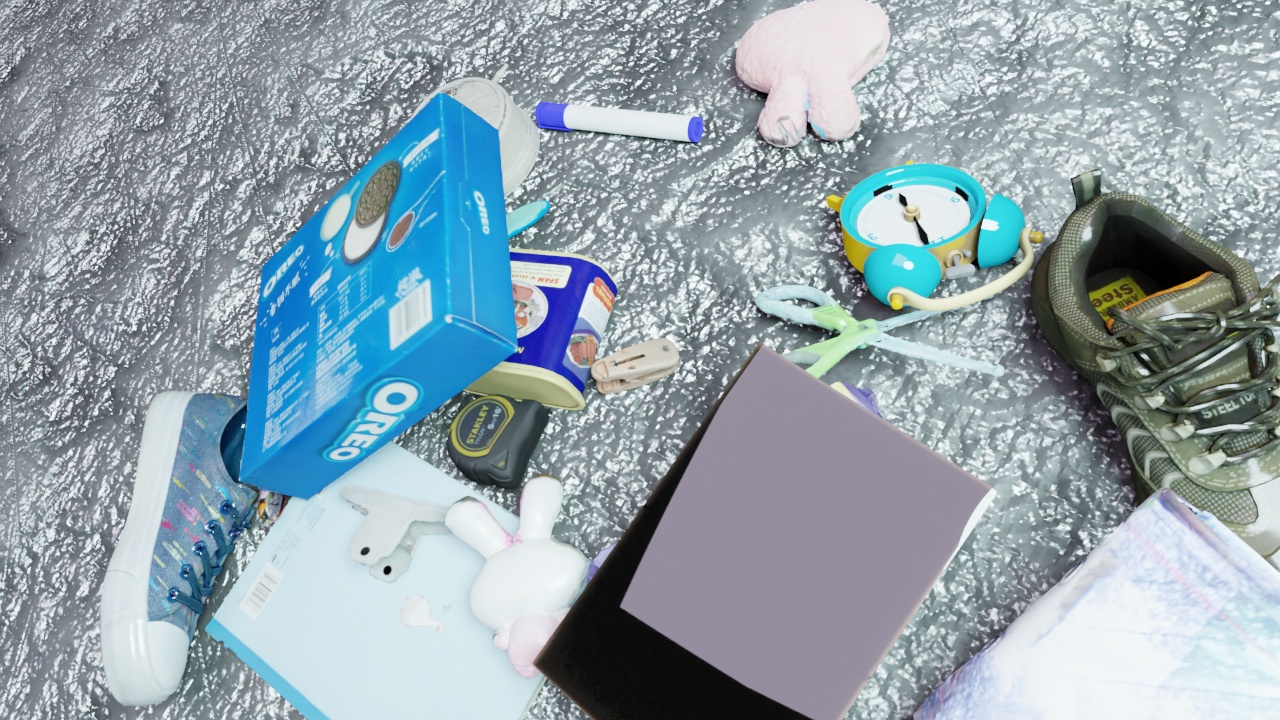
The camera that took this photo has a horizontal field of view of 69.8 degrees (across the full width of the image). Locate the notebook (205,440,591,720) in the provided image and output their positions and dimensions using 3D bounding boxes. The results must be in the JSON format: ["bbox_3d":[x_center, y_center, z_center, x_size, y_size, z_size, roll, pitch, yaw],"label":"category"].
[{"bbox_3d":[-0.165,0.160,0.608,0.254,0.009,0.181,24,77,30],"label":"notebook"}]

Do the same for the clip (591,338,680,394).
[{"bbox_3d":[-0.005,0.007,0.609,0.052,0.058,0.026,-56,45,39],"label":"clip"}]

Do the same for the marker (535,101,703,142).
[{"bbox_3d":[-0.019,-0.183,0.706,0.142,0.020,0.020,14,72,28],"label":"marker"}]

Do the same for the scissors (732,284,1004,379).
[{"bbox_3d":[0.128,-0.018,0.535,0.171,0.023,0.172,-16,24,-14],"label":"scissors"}]

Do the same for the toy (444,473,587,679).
[{"bbox_3d":[-0.071,0.130,0.557,0.079,0.038,0.122,-17,59,-1],"label":"toy"}]

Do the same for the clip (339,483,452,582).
[{"bbox_3d":[-0.165,0.119,0.614,0.102,0.045,0.055,7,61,26],"label":"clip"}]

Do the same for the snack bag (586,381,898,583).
[{"bbox_3d":[0.067,0.106,0.507,0.205,0.058,0.096,-36,54,6],"label":"snack bag"}]

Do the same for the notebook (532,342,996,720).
[{"bbox_3d":[0.057,0.112,0.463,0.141,0.008,0.209,34,87,24],"label":"notebook"}]

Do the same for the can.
[{"bbox_3d":[-0.080,-0.024,0.633,0.116,0.056,0.092,8,68,26],"label":"can"}]

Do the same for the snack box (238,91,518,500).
[{"bbox_3d":[-0.188,-0.040,0.635,0.239,0.056,0.195,-33,51,31],"label":"snack box"}]

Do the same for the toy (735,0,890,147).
[{"bbox_3d":[0.118,-0.200,0.638,0.108,0.053,0.105,0,77,23],"label":"toy"}]

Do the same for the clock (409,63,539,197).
[{"bbox_3d":[-0.138,-0.159,0.719,0.103,0.061,0.156,-14,59,17],"label":"clock"}]

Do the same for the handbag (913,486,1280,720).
[{"bbox_3d":[0.213,0.149,0.386,0.126,0.069,0.159,46,112,19],"label":"handbag"}]

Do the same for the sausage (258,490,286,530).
[{"bbox_3d":[-0.270,0.056,0.691,0.020,0.020,0.155,-15,56,16],"label":"sausage"}]

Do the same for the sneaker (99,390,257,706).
[{"bbox_3d":[-0.319,0.126,0.661,0.079,0.088,0.235,-5,58,-2],"label":"sneaker"}]

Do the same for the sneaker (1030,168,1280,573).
[{"bbox_3d":[0.264,0.004,0.420,0.101,0.143,0.237,-26,59,9],"label":"sneaker"}]

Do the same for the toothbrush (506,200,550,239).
[{"bbox_3d":[-0.127,-0.085,0.705,0.135,0.017,0.022,-34,54,5],"label":"toothbrush"}]

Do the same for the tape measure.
[{"bbox_3d":[-0.098,0.054,0.616,0.061,0.034,0.061,12,59,23],"label":"tape measure"}]

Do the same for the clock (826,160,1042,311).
[{"bbox_3d":[0.171,-0.076,0.549,0.099,0.044,0.129,-25,44,-4],"label":"clock"}]
